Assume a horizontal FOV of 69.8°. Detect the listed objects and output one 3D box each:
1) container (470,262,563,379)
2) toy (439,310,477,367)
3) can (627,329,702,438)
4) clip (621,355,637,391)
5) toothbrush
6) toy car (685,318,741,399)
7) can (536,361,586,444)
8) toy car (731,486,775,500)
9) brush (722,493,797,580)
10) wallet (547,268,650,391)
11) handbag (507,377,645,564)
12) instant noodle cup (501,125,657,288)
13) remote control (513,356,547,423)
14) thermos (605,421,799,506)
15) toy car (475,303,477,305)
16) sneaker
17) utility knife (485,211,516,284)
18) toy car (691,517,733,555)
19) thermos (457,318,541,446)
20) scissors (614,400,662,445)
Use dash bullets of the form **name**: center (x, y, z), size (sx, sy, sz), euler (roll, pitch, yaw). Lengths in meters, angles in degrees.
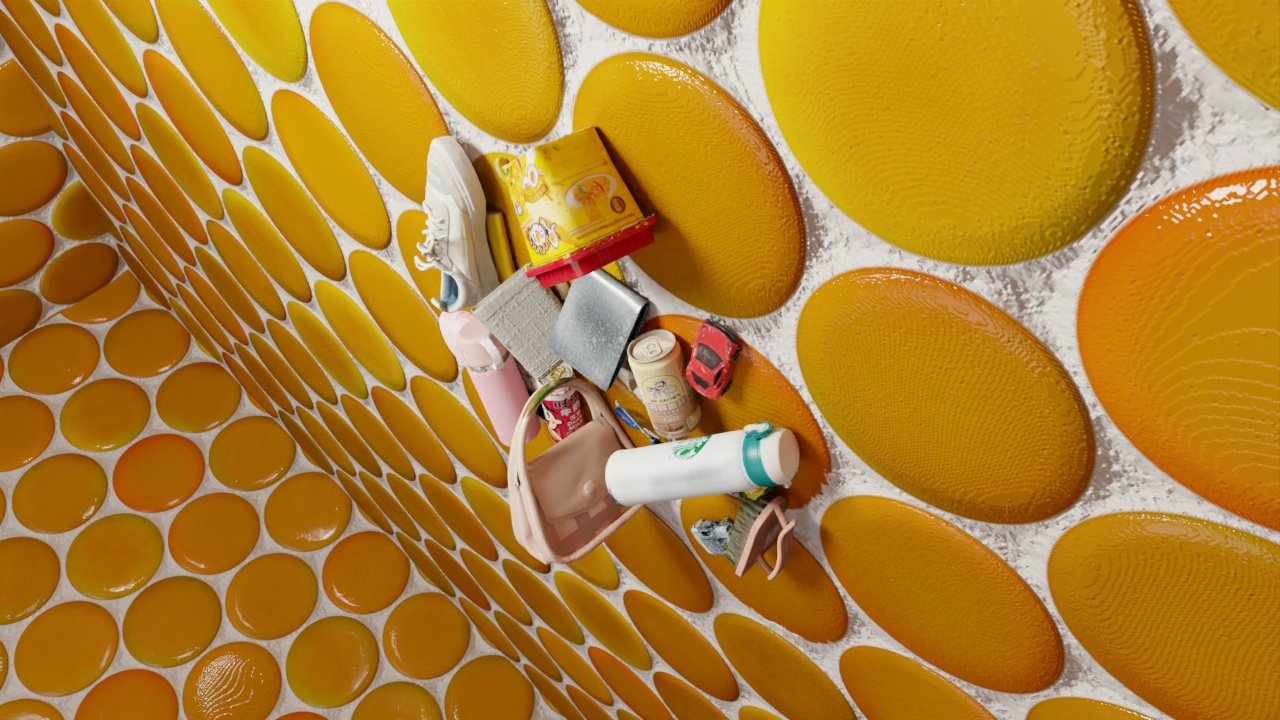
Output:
- **container**: center (-0.132, -0.045, 1.103), size (0.114, 0.090, 0.090), euler (50, 175, -12)
- **toy**: center (-0.241, -0.007, 1.357), size (0.121, 0.054, 0.159), euler (18, 137, 46)
- **can**: center (0.028, 0.027, 1.014), size (0.058, 0.058, 0.116), euler (20, 141, 42)
- **clip**: center (-0.015, 0.000, 1.071), size (0.084, 0.034, 0.105), euler (38, 159, 12)
- **toothbrush**: center (-0.122, -0.147, 1.052), size (0.018, 0.016, 0.191), euler (27, 147, 55)
- **toy car**: center (0.073, 0.000, 0.946), size (0.049, 0.031, 0.106), euler (37, 149, 18)
- **can**: center (-0.107, 0.062, 1.256), size (0.053, 0.053, 0.133), euler (31, 148, 30)
- **toy car**: center (0.105, 0.123, 1.039), size (0.105, 0.048, 0.032), euler (21, 129, 41)
- **brush**: center (0.145, 0.203, 1.069), size (0.073, 0.063, 0.146), euler (41, 150, 23)
- **wallet**: center (-0.050, -0.039, 1.023), size (0.097, 0.019, 0.121), euler (36, 116, 24)
- **handbag**: center (-0.093, 0.130, 1.199), size (0.093, 0.192, 0.234), euler (13, 127, 45)
- **instant noodle cup**: center (-0.065, -0.147, 0.878), size (0.116, 0.115, 0.123), euler (-7, 108, 59)
- **remote control**: center (-0.148, 0.036, 1.317), size (0.058, 0.021, 0.150), euler (27, 145, 35)
- **thermos**: center (0.066, 0.114, 1.000), size (0.225, 0.073, 0.073), euler (-14, 116, 37)
- **toy car**: center (-0.231, -0.116, 1.225), size (0.042, 0.035, 0.090), euler (-4, 123, 55)
- **sneaker**: center (-0.234, -0.155, 1.100), size (0.089, 0.090, 0.243), euler (45, 153, 34)
- **utility knife**: center (-0.168, -0.126, 1.144), size (0.033, 0.015, 0.154), euler (26, 145, 24)
- **toy car**: center (0.101, 0.234, 1.205), size (0.049, 0.031, 0.106), euler (53, 153, -8)
- **thermos**: center (-0.193, 0.035, 1.284), size (0.087, 0.067, 0.199), euler (38, 152, 45)
- **scissors**: center (0.006, 0.088, 1.125), size (0.175, 0.012, 0.162), euler (46, 173, -32)
